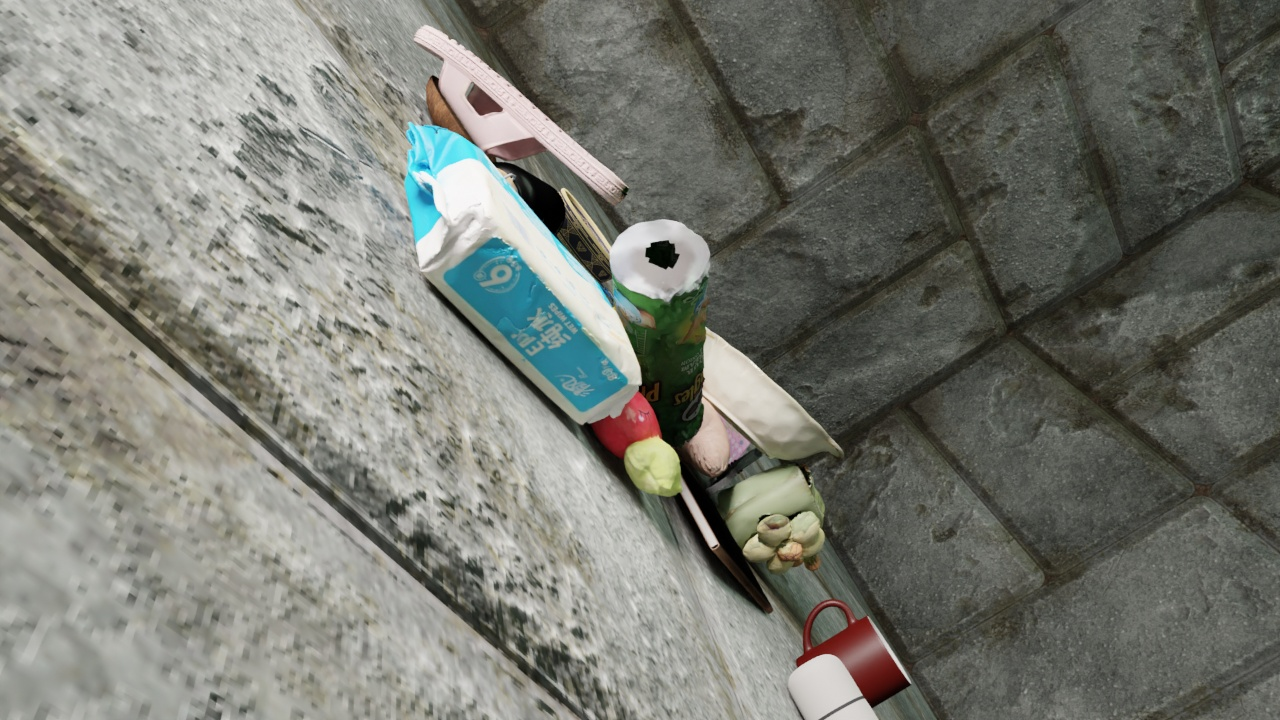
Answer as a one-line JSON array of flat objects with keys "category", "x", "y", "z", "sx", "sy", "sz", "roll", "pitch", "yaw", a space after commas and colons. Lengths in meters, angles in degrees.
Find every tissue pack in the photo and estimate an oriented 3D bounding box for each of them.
[{"category": "tissue pack", "x": -0.078, "y": -0.053, "z": 0.589, "sx": 0.209, "sy": 0.066, "sz": 0.117, "roll": 50, "pitch": 10, "yaw": -42}]

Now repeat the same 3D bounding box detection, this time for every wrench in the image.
[{"category": "wrench", "x": 0.106, "y": 0.133, "z": 1.081, "sx": 0.018, "sy": 0.073, "sz": 0.273, "roll": 57, "pitch": 9, "yaw": 7}]

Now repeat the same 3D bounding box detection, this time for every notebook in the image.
[{"category": "notebook", "x": 0.066, "y": 0.150, "z": 0.862, "sx": 0.141, "sy": 0.008, "sz": 0.209, "roll": 60, "pitch": 3, "yaw": 35}]

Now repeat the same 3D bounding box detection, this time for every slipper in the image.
[{"category": "slipper", "x": -0.118, "y": -0.213, "z": 0.852, "sx": 0.239, "sy": 0.064, "sz": 0.094, "roll": 39, "pitch": 9, "yaw": 1}]

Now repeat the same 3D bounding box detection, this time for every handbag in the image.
[{"category": "handbag", "x": 0.167, "y": 0.190, "z": 1.060, "sx": 0.116, "sy": 0.113, "sz": 0.186, "roll": 67, "pitch": 9, "yaw": 28}]

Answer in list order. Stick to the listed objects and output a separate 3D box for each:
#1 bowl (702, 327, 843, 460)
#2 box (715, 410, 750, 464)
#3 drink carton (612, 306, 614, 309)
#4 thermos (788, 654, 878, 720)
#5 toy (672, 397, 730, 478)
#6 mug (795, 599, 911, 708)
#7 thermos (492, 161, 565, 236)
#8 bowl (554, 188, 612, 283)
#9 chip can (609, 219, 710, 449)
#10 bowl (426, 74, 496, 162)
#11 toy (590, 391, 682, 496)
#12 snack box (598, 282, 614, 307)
[{"category": "bowl", "x": 0.125, "y": 0.052, "z": 1.025, "sx": 0.219, "sy": 0.060, "sz": 0.188, "roll": 42, "pitch": -1, "yaw": 11}, {"category": "box", "x": 0.065, "y": 0.043, "z": 1.291, "sx": 0.097, "sy": 0.085, "sz": 0.230, "roll": 6, "pitch": -41, "yaw": 55}, {"category": "drink carton", "x": -0.005, "y": 0.005, "z": 0.897, "sx": 0.043, "sy": 0.058, "sz": 0.134, "roll": 46, "pitch": 12, "yaw": -47}, {"category": "thermos", "x": 0.189, "y": 0.336, "z": 0.706, "sx": 0.224, "sy": 0.052, "sz": 0.052, "roll": 59, "pitch": 7, "yaw": 28}, {"category": "toy", "x": 0.051, "y": 0.057, "z": 1.062, "sx": 0.196, "sy": 0.065, "sz": 0.264, "roll": 59, "pitch": 4, "yaw": -8}, {"category": "mug", "x": 0.196, "y": 0.286, "z": 0.886, "sx": 0.105, "sy": 0.082, "sz": 0.073, "roll": 58, "pitch": 6, "yaw": 15}, {"category": "thermos", "x": -0.110, "y": -0.133, "z": 0.783, "sx": 0.061, "sy": 0.061, "sz": 0.231, "roll": 56, "pitch": 6, "yaw": -3}, {"category": "bowl", "x": -0.076, "y": -0.128, "z": 1.020, "sx": 0.112, "sy": 0.061, "sz": 0.112, "roll": 53, "pitch": 7, "yaw": -10}, {"category": "chip can", "x": 0.017, "y": -0.012, "z": 0.718, "sx": 0.224, "sy": 0.075, "sz": 0.075, "roll": 87, "pitch": -23, "yaw": -56}, {"category": "bowl", "x": -0.178, "y": -0.223, "z": 0.883, "sx": 0.102, "sy": 0.026, "sz": 0.114, "roll": 53, "pitch": 8, "yaw": -27}, {"category": "toy", "x": -0.011, "y": 0.046, "z": 0.687, "sx": 0.135, "sy": 0.045, "sz": 0.091, "roll": 57, "pitch": 2, "yaw": 23}, {"category": "snack box", "x": -0.047, "y": -0.061, "z": 1.073, "sx": 0.082, "sy": 0.027, "sz": 0.150, "roll": 51, "pitch": 8, "yaw": -39}]
